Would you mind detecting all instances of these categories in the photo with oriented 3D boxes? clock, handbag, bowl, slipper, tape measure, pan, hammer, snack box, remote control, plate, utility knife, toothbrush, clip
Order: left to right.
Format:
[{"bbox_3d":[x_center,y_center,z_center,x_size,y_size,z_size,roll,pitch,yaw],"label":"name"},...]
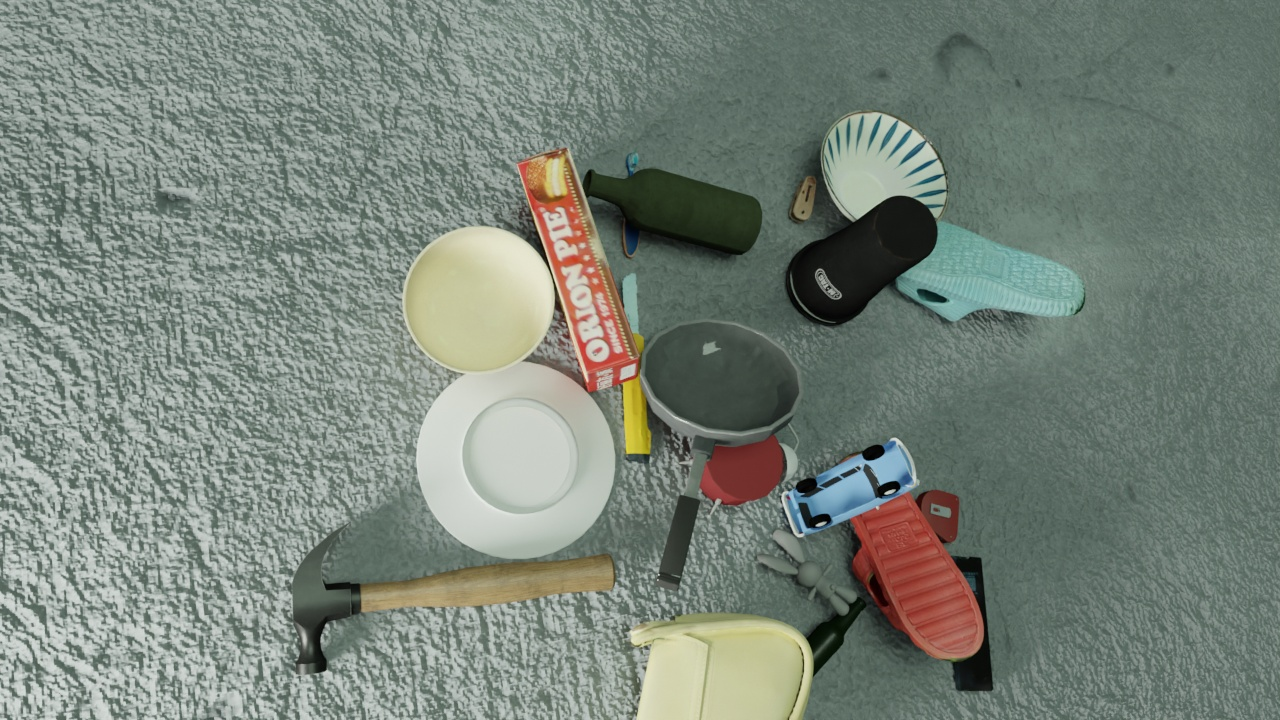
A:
[{"bbox_3d":[-0.173,0.214,0.887,0.305,0.040,0.132,-2,81,-19],"label":"hammer"},{"bbox_3d":[-0.162,-0.056,0.944,0.150,0.075,0.150,1,82,-4],"label":"bowl"},{"bbox_3d":[-0.125,0.100,0.951,0.208,0.015,0.208,5,73,-17],"label":"plate"},{"bbox_3d":[-0.064,-0.092,0.970,0.060,0.113,0.236,-18,80,-4],"label":"snack box"},{"bbox_3d":[-0.010,-0.184,1.073,0.021,0.017,0.135,7,72,-19],"label":"toothbrush"},{"bbox_3d":[-0.006,0.006,1.017,0.030,0.019,0.217,3,78,-23],"label":"utility knife"},{"bbox_3d":[0.064,0.085,0.931,0.178,0.041,0.356,14,43,6],"label":"pan"},{"bbox_3d":[0.065,0.361,0.895,0.191,0.089,0.232,13,72,3],"label":"handbag"},{"bbox_3d":[0.115,0.106,1.010,0.137,0.048,0.096,-30,85,-23],"label":"clock"},{"bbox_3d":[0.205,-0.202,1.142,0.025,0.049,0.061,23,41,-11],"label":"clip"},{"bbox_3d":[0.291,-0.220,1.151,0.177,0.071,0.177,6,69,-16],"label":"bowl"},{"bbox_3d":[0.288,0.222,1.029,0.103,0.059,0.248,-15,64,-21],"label":"slipper"},{"bbox_3d":[0.350,0.183,1.081,0.051,0.019,0.059,16,70,-14],"label":"tape measure"},{"bbox_3d":[0.417,-0.107,1.161,0.276,0.070,0.115,17,58,7],"label":"slipper"},{"bbox_3d":[0.381,0.301,1.055,0.047,0.022,0.150,5,73,-17],"label":"remote control"}]

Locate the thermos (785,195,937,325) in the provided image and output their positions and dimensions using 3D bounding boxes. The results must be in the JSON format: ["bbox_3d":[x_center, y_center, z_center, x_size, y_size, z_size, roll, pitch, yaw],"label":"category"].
[{"bbox_3d":[0.247,-0.113,1.031,0.105,0.219,0.105,2,78,-11],"label":"thermos"}]

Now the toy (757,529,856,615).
[{"bbox_3d":[0.184,0.233,0.998,0.112,0.030,0.049,37,66,8],"label":"toy"}]

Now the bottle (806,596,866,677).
[{"bbox_3d":[0.201,0.301,0.990,0.122,0.033,0.033,-38,88,-24],"label":"bottle"}]

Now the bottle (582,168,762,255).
[{"bbox_3d":[0.035,-0.176,1.043,0.206,0.072,0.071,11,71,-22],"label":"bottle"}]

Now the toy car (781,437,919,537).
[{"bbox_3d":[0.229,0.140,0.997,0.054,0.154,0.056,24,42,-51],"label":"toy car"}]
